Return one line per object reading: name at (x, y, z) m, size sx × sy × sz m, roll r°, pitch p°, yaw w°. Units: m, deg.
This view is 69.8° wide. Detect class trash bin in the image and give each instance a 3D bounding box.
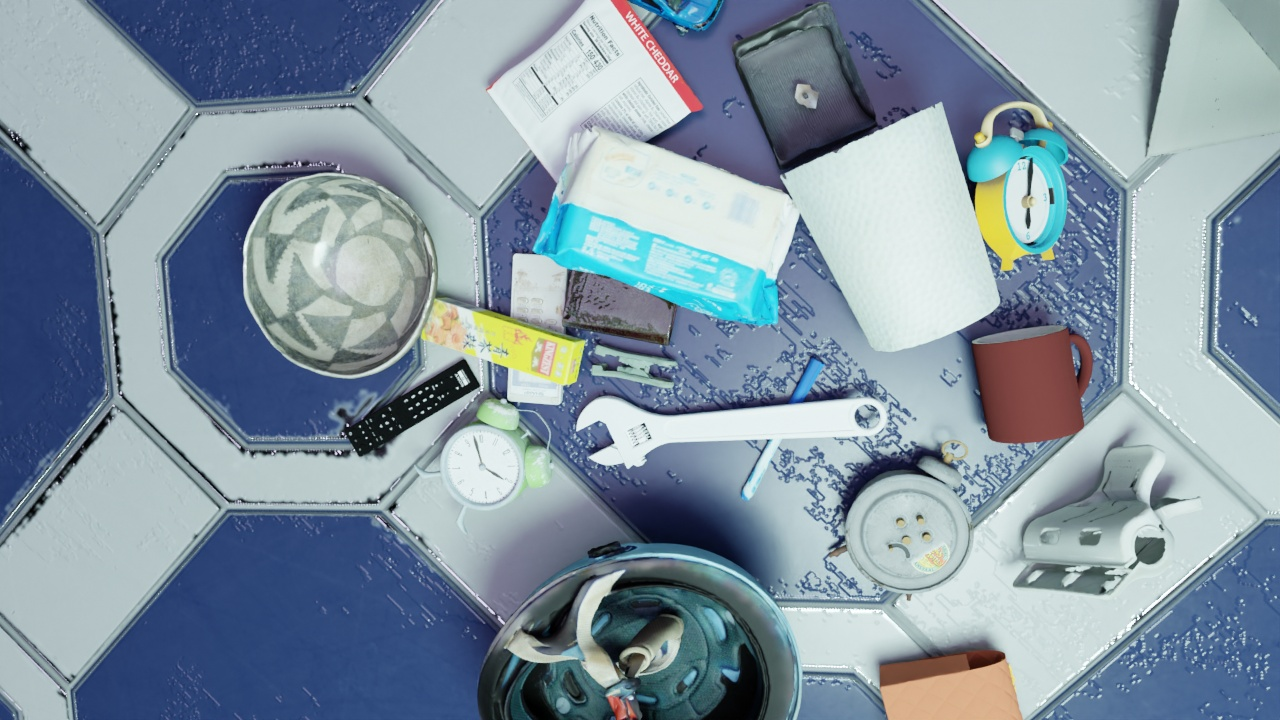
trash bin at (0.204, -0.101, 0.728) m, size 0.133 × 0.133 × 0.161 m, roll -24°, pitch 97°, yaw 10°

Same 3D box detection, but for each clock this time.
clock at (-0.134, 0.090, 0.840) m, size 0.119 × 0.042 × 0.094 m, roll -36°, pitch 91°, yaw 11°
clock at (0.302, -0.140, 0.730) m, size 0.099 × 0.044 × 0.129 m, roll -15°, pitch 101°, yaw -32°
clock at (0.234, 0.131, 0.781) m, size 0.104 × 0.056 × 0.148 m, roll 29°, pitch 102°, yaw 4°

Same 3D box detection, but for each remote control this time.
remote control at (-0.094, -0.028, 0.837) m, size 0.050 × 0.011 × 0.136 m, roll 4°, pitch 97°, yaw 8°
remote control at (-0.216, 0.046, 0.865) m, size 0.140 × 0.009 × 0.030 m, roll -30°, pitch 91°, yaw 11°

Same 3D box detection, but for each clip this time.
clip at (0.373, 0.134, 0.734) m, size 0.144 × 0.125 × 0.075 m, roll -42°, pitch 93°, yaw -14°
clip at (-0.005, 0.006, 0.822) m, size 0.076 × 0.023 × 0.045 m, roll 11°, pitch 99°, yaw 10°

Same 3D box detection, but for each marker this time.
marker at (0.124, 0.062, 0.813) m, size 0.013 × 0.013 × 0.142 m, roll 27°, pitch 100°, yaw 5°

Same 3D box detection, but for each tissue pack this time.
tissue pack at (0.027, -0.108, 0.759) m, size 0.209 × 0.066 × 0.117 m, roll 17°, pitch 86°, yaw -3°

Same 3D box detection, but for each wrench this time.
wrench at (0.076, 0.057, 0.808) m, size 0.274 × 0.018 × 0.066 m, roll -5°, pitch 95°, yaw 13°

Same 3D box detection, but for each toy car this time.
toy car at (0.012, -0.320, 0.773) m, size 0.120 × 0.043 × 0.056 m, roll 28°, pitch 99°, yaw 5°

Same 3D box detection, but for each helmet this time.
helmet at (0.004, 0.253, 0.773) m, size 0.266 × 0.166 × 0.225 m, roll -24°, pitch 94°, yaw 12°

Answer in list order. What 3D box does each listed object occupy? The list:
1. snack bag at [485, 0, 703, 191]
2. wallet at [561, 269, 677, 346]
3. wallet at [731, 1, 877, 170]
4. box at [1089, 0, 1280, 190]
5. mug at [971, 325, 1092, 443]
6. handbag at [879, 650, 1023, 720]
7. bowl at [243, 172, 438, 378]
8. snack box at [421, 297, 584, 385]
snack bag at (-0.043, -0.226, 0.789) m, size 0.144 × 0.039 × 0.131 m, roll -35°, pitch 98°, yaw 19°
wallet at (-0.011, -0.080, 0.811) m, size 0.099 × 0.031 × 0.120 m, roll 11°, pitch 95°, yaw 5°
wallet at (0.136, -0.228, 0.768) m, size 0.089 × 0.026 × 0.115 m, roll -22°, pitch 83°, yaw 12°
box at (0.474, -0.215, 0.667) m, size 0.167 × 0.380 × 0.171 m, roll -9°, pitch 78°, yaw 10°
mug at (0.330, 0.015, 0.752) m, size 0.105 × 0.073 × 0.082 m, roll -13°, pitch 94°, yaw -20°
handbag at (0.283, 0.343, 0.793) m, size 0.109 × 0.060 × 0.172 m, roll -15°, pitch 91°, yaw 15°
bowl at (-0.256, -0.077, 0.821) m, size 0.178 × 0.081 × 0.178 m, roll 1°, pitch 97°, yaw 10°
snack box at (-0.124, -0.019, 0.822) m, size 0.148 × 0.028 × 0.040 m, roll 17°, pitch 101°, yaw 16°
